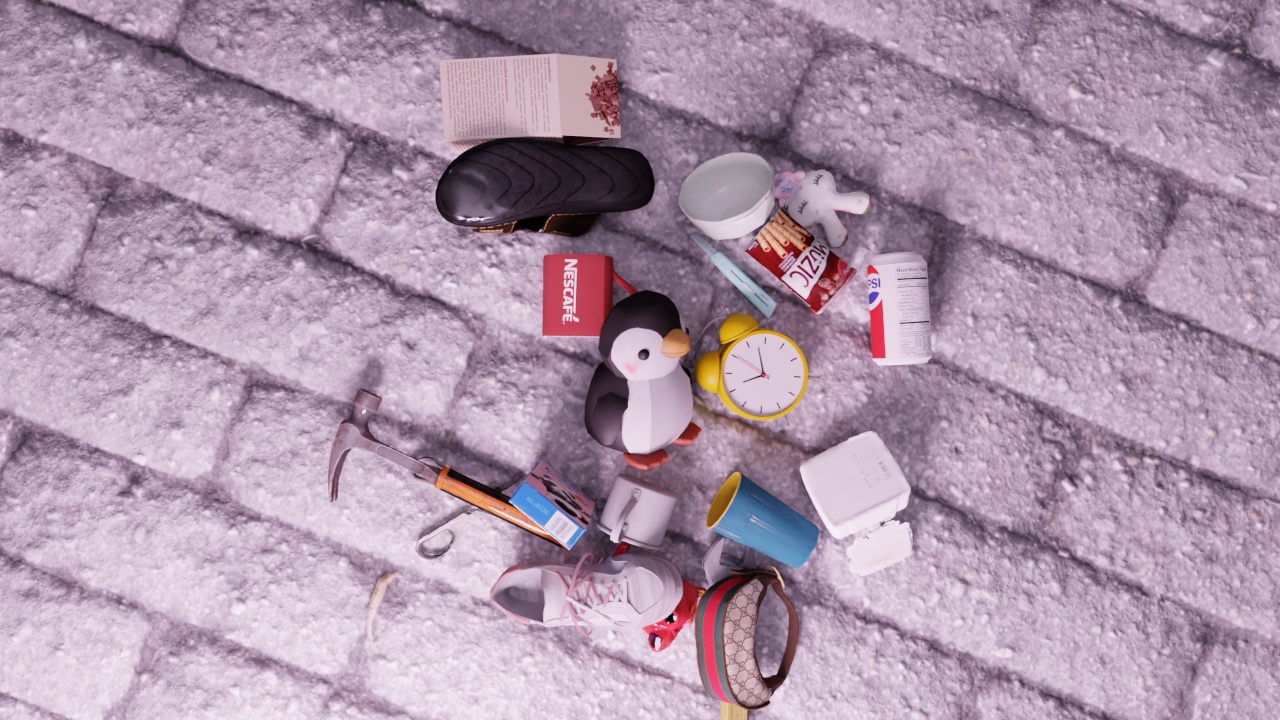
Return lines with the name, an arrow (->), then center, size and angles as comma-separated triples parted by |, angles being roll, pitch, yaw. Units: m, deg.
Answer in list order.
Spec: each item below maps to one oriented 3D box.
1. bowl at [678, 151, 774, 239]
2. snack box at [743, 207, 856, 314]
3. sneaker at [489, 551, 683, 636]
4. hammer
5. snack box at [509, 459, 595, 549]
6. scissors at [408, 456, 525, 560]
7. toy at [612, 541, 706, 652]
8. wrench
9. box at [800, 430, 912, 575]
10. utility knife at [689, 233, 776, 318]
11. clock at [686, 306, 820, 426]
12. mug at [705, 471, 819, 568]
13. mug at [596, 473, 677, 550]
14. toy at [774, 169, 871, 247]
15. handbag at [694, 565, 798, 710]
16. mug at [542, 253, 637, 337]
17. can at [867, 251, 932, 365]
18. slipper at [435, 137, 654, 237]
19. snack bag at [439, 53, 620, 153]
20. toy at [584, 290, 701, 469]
bowl -> 0.110, -0.188, 1.101 | 0.118, 0.061, 0.117 | -14, 49, 17
snack box -> 0.192, -0.121, 1.109 | 0.121, 0.072, 0.072 | 40, 90, -1
sneaker -> -0.071, 0.272, 1.062 | 0.237, 0.089, 0.099 | -9, 85, 25
hammer -> -0.229, 0.163, 1.116 | 0.314, 0.035, 0.137 | 26, 86, -2
snack box -> -0.100, 0.164, 1.070 | 0.088, 0.154, 0.033 | 39, 93, 0
scissors -> -0.223, 0.177, 1.141 | 0.171, 0.012, 0.157 | -44, 92, -1
toy -> 0.015, 0.283, 1.130 | 0.133, 0.093, 0.088 | 48, 123, 22
wrench -> 0.113, 0.352, 1.134 | 0.083, 0.018, 0.273 | 1, 92, -22
box -> 0.278, 0.188, 1.121 | 0.107, 0.132, 0.151 | -27, 59, 1
utility knife -> 0.114, -0.108, 1.139 | 0.141, 0.015, 0.022 | 44, 91, 2
clock -> 0.135, 0.009, 1.122 | 0.152, 0.052, 0.113 | 33, 90, -4
mug -> 0.151, 0.198, 1.115 | 0.121, 0.078, 0.078 | 30, 90, -6
mug -> -0.006, 0.181, 1.092 | 0.084, 0.113, 0.070 | 20, 88, 15
toy -> 0.216, -0.194, 1.125 | 0.122, 0.038, 0.079 | 27, 97, 2
handbag -> 0.134, 0.330, 1.107 | 0.138, 0.063, 0.166 | -6, 91, -38
mug -> -0.059, -0.076, 1.103 | 0.116, 0.080, 0.096 | 1, 91, 1
can -> 0.313, -0.062, 1.111 | 0.070, 0.070, 0.132 | -4, 91, 0
slipper -> -0.113, -0.205, 1.102 | 0.267, 0.076, 0.113 | -9, 86, -19
snack bag -> -0.129, -0.309, 1.105 | 0.206, 0.070, 0.094 | -3, 91, 0
toy -> -0.007, 0.006, 1.059 | 0.140, 0.158, 0.184 | 21, 123, 31
